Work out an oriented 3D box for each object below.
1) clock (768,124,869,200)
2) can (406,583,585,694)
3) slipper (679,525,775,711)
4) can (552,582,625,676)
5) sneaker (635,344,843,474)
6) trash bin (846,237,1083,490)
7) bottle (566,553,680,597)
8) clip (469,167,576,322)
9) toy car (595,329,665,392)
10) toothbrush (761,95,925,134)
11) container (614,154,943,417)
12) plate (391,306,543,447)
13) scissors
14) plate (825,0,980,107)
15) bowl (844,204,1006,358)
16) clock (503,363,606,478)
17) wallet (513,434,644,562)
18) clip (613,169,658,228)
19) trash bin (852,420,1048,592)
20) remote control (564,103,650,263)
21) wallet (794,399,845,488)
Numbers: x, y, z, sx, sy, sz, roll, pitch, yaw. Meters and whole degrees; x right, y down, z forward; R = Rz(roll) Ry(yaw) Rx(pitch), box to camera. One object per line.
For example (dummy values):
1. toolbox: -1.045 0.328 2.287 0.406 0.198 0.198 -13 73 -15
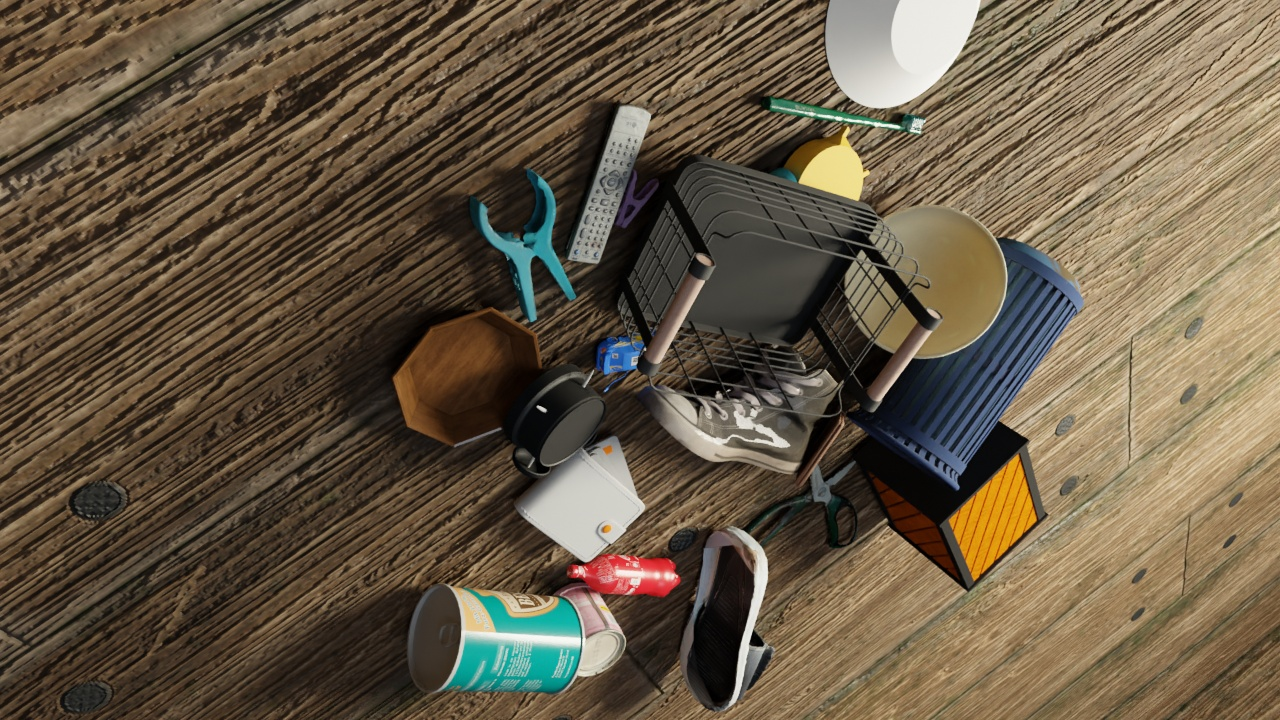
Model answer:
1. clock: 0.156 -0.149 0.843 0.129 0.044 0.099 -46 133 -6
2. can: -0.142 0.278 0.910 0.143 0.099 0.099 18 110 -39
3. slipper: 0.109 0.311 1.090 0.063 0.111 0.264 -13 122 -33
4. can: -0.061 0.286 0.982 0.067 0.076 0.067 -16 128 -22
5. sneaker: 0.101 0.035 0.902 0.234 0.095 0.120 17 108 -36
6. trash bin: 0.352 -0.002 0.989 0.139 0.139 0.249 33 93 -42
7. bottle: -0.019 0.232 0.995 0.141 0.042 0.042 14 112 -38
8. clip: -0.107 -0.086 0.733 0.120 0.030 0.130 -17 127 -28
9. toy car: -0.005 0.004 0.833 0.091 0.062 0.033 -11 125 -26
10. toothbrush: 0.188 -0.223 0.828 0.189 0.016 0.017 -1 123 -31
11. container: 0.110 -0.053 0.781 0.241 0.130 0.163 10 127 -27
12. plate: -0.146 0.010 0.774 0.131 0.025 0.131 -16 128 -22
13. scissors: 0.198 0.197 1.124 0.205 0.015 0.202 -30 131 -10
14. plate: 0.242 -0.300 0.795 0.173 0.036 0.174 -16 128 -22
15. bowl: 0.286 -0.074 0.921 0.151 0.151 0.075 -53 162 10
16. clock: -0.074 0.058 0.822 0.091 0.042 0.121 -33 154 -32
17. wallet: -0.047 0.133 0.914 0.115 0.037 0.118 -43 129 1
18. clip: -0.006 -0.134 0.772 0.029 0.013 0.050 12 116 -36
19. trash bin: 0.378 0.153 1.114 0.139 0.140 0.172 -41 133 -6
20. remote control: -0.027 -0.143 0.750 0.033 0.013 0.137 4 118 -34
21. wallet: 0.197 0.089 0.999 0.087 0.013 0.120 -58 173 14
